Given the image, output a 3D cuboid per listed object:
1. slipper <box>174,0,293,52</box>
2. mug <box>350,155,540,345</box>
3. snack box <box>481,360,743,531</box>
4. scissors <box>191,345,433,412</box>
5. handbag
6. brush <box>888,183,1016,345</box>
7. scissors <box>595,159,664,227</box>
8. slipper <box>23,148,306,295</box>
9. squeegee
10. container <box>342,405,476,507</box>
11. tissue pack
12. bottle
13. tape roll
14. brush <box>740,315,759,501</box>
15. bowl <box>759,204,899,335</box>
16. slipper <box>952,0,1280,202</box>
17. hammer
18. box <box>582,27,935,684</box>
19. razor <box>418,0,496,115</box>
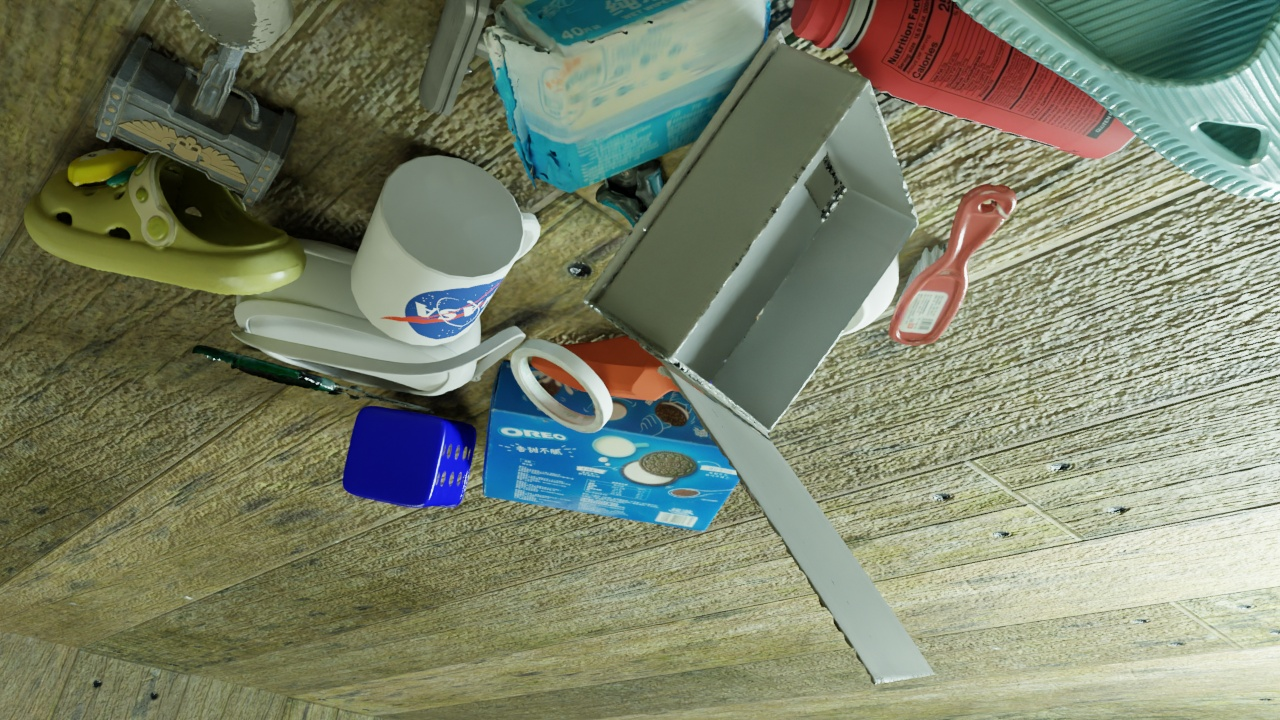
[{"bbox_3d":[-0.169,-0.232,0.338,0.112,0.074,0.247,42,145,24],"label":"slipper"},{"bbox_3d":[-0.122,-0.074,0.608,0.121,0.091,0.090,-17,164,-35],"label":"mug"},{"bbox_3d":[-0.028,0.089,0.876,0.239,0.056,0.196,11,148,-6],"label":"snack box"},{"bbox_3d":[-0.283,0.022,0.810,0.209,0.015,0.155,19,169,-23],"label":"scissors"},{"bbox_3d":[-0.213,-0.006,0.733,0.215,0.095,0.223,14,160,-12],"label":"handbag"},{"bbox_3d":[0.202,-0.066,0.606,0.041,0.030,0.173,6,150,0],"label":"brush"},{"bbox_3d":[0.001,-0.096,0.594,0.129,0.019,0.139,9,138,-4],"label":"scissors"},{"bbox_3d":[-0.305,-0.097,0.586,0.190,0.091,0.082,16,117,12],"label":"slipper"},{"bbox_3d":[-0.004,0.004,0.731,0.185,0.055,0.250,5,136,25],"label":"squeegee"},{"bbox_3d":[-0.209,0.089,0.839,0.085,0.084,0.113,10,173,4],"label":"container"},{"bbox_3d":[-0.003,-0.147,0.445,0.144,0.061,0.093,-26,150,-10],"label":"tissue pack"},{"bbox_3d":[0.160,-0.150,0.446,0.176,0.062,0.062,13,148,-11],"label":"bottle"},{"bbox_3d":[-0.064,0.021,0.736,0.093,0.013,0.093,28,148,19],"label":"tape roll"},{"bbox_3d":[0.082,0.028,0.673,0.008,0.142,0.045,-3,156,17],"label":"brush"},{"bbox_3d":[0.121,-0.052,0.621,0.105,0.054,0.105,5,150,3],"label":"bowl"},{"bbox_3d":[0.244,-0.150,0.391,0.276,0.069,0.116,21,101,-16],"label":"slipper"},{"bbox_3d":[-0.185,-0.196,0.457,0.098,0.044,0.323,25,142,-28],"label":"hammer"},{"bbox_3d":[0.060,0.107,0.442,0.149,0.505,0.166,-5,162,25],"label":"box"},{"bbox_3d":[-0.051,-0.160,0.492,0.116,0.047,0.088,10,149,-22],"label":"razor"}]
